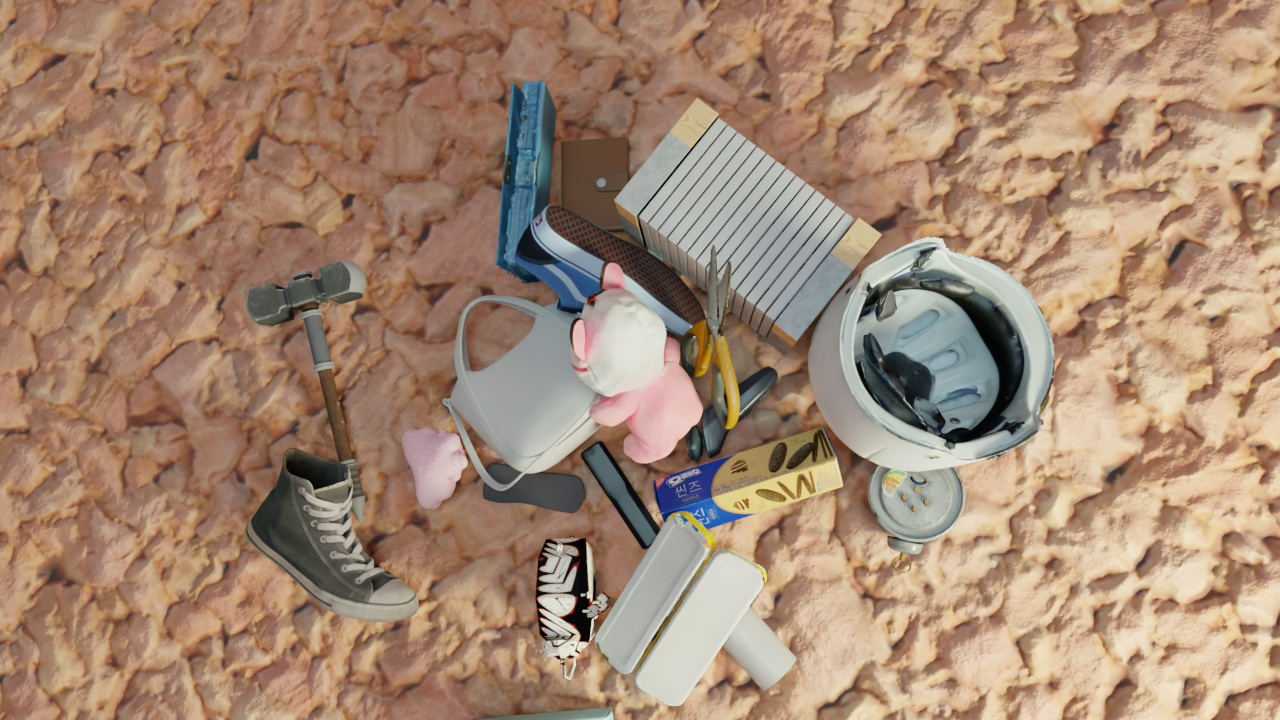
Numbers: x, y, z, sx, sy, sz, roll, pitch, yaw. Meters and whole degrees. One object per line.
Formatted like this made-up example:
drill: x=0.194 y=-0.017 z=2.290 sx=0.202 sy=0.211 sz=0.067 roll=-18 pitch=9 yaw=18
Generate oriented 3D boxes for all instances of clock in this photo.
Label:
clock: x=-0.073 y=0.277 z=1.023 sx=0.065 sy=0.114 sz=0.154 roll=-3 pitch=84 yaw=7
clock: x=0.302 y=0.163 z=1.021 sx=0.104 sy=0.056 sz=0.147 roll=11 pitch=81 yaw=9

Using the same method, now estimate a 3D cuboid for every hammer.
hammer: x=-0.384 y=0.045 z=1.138 sx=0.156 sy=0.043 sz=0.322 roll=-17 pitch=82 yaw=5

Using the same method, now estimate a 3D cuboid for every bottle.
bottle: x=0.088 y=0.277 z=1.033 sx=0.052 sy=0.052 sz=0.195 roll=-43 pitch=79 yaw=-1

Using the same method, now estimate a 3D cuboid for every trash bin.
trash bin: x=0.116 y=-0.144 z=1.038 sx=0.247 sy=0.142 sz=0.142 roll=38 pitch=88 yaw=7

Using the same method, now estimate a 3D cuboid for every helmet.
helmet: x=0.299 y=0.007 z=0.985 sx=0.263 sy=0.164 sz=0.236 roll=-23 pitch=80 yaw=-25

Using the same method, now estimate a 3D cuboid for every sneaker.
sneaker: x=-0.038 y=-0.085 z=1.073 sx=0.241 sy=0.083 sz=0.098 roll=30 pitch=129 yaw=-22
sneaker: x=-0.345 y=0.205 z=1.068 sx=0.235 sy=0.095 sz=0.120 roll=33 pitch=109 yaw=19

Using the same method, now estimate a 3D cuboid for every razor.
razor: x=0.106 y=0.061 z=1.069 sx=0.143 sy=0.047 sz=0.052 roll=-41 pitch=77 yaw=-4

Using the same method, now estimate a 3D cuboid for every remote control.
remote control: x=-0.022 y=0.159 z=1.083 sx=0.032 sy=0.015 sz=0.136 roll=-35 pitch=79 yaw=1
remote control: x=-0.127 y=0.153 z=1.101 sx=0.124 sy=0.009 sz=0.046 roll=8 pitch=83 yaw=8

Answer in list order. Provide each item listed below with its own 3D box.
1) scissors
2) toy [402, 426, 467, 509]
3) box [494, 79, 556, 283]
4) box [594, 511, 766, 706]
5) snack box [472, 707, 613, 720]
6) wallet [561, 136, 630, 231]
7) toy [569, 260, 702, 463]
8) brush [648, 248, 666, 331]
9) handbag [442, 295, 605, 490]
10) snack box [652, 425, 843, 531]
scissors: x=0.084 y=-0.019 z=0.985 sx=0.016 sy=0.226 sz=0.162 roll=-18 pitch=63 yaw=-18
toy: x=-0.244 y=0.119 z=1.096 sx=0.093 sy=0.050 sz=0.102 roll=-30 pitch=76 yaw=29
box: x=-0.139 y=-0.215 z=1.115 sx=0.048 sy=0.093 sz=0.231 roll=3 pitch=83 yaw=4
box: x=0.039 y=0.277 z=1.012 sx=0.130 sy=0.038 sz=0.210 roll=35 pitch=110 yaw=15
snack box: x=-0.115 y=0.441 z=1.035 sx=0.175 sy=0.053 sz=0.075 roll=-8 pitch=80 yaw=8
wallet: x=-0.056 y=-0.219 z=1.145 sx=0.087 sy=0.013 sz=0.121 roll=-2 pitch=81 yaw=7
toy: x=-0.006 y=0.006 z=1.002 sx=0.084 sy=0.213 sz=0.141 roll=-1 pitch=42 yaw=41
brush: x=0.019 y=-0.103 z=1.120 sx=0.033 sy=0.012 sz=0.217 roll=-2 pitch=83 yaw=6
handbag: x=-0.148 y=0.015 z=1.085 sx=0.215 sy=0.095 sz=0.222 roll=-41 pitch=73 yaw=-4
snack box: x=0.120 y=0.140 z=1.037 sx=0.207 sy=0.056 sz=0.057 roll=-19 pitch=42 yaw=4
